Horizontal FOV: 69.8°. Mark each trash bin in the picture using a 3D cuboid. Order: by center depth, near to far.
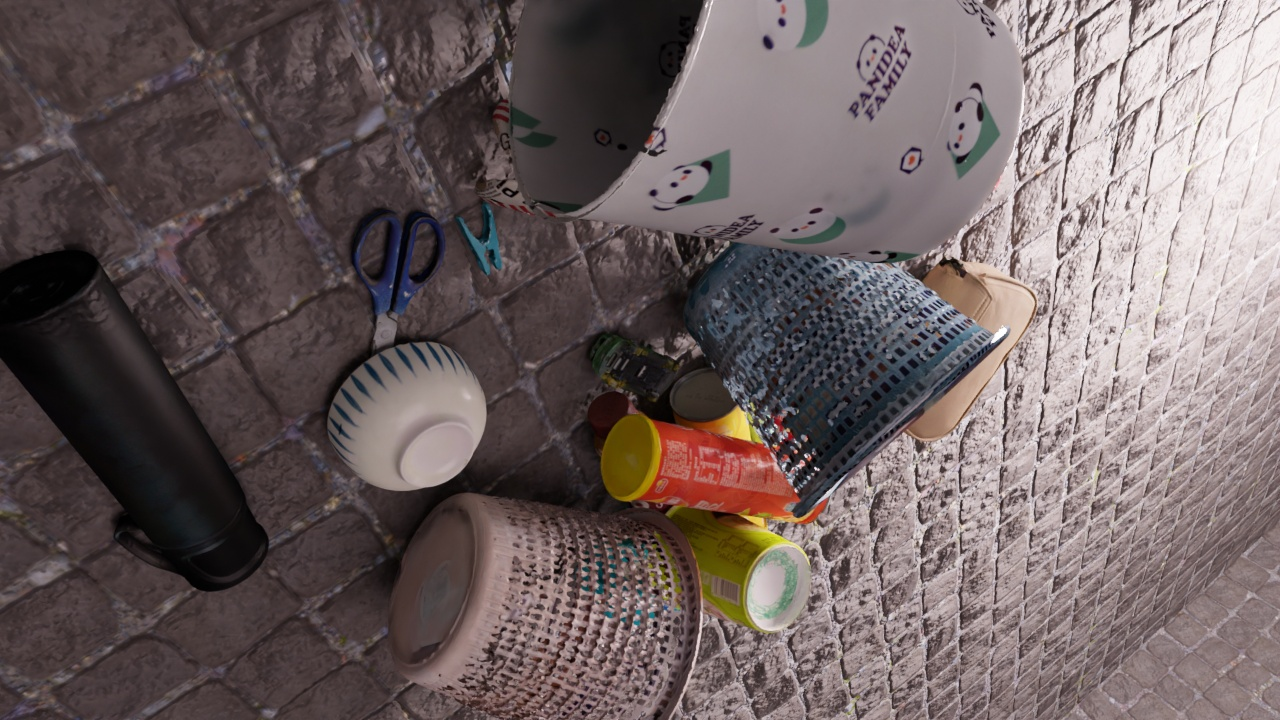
[{"bbox_3d":[0.080,-0.171,0.564,0.251,0.229,0.230,9,114,-31],"label":"trash bin"},{"bbox_3d":[0.151,-0.016,0.762,0.226,0.195,0.227,-37,164,-13],"label":"trash bin"},{"bbox_3d":[-0.092,0.208,0.767,0.192,0.227,0.228,26,102,-33],"label":"trash bin"}]

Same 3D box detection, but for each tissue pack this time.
[{"bbox_3d":[0.011,0.213,0.920,0.133,0.093,0.050,-7,120,-34],"label":"tissue pack"}]

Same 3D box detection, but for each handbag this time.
[{"bbox_3d":[0.328,-0.018,1.005,0.147,0.100,0.205,26,102,-38],"label":"handbag"}]

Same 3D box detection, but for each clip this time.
[{"bbox_3d":[-0.113,-0.086,0.662,0.039,0.014,0.056,-30,135,-17],"label":"clip"}]

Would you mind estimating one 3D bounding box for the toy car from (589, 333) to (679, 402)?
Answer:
[{"bbox_3d":[-0.005,0.005,0.797,0.091,0.036,0.043,25,102,-45],"label":"toy car"}]

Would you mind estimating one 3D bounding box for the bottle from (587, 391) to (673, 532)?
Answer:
[{"bbox_3d":[-0.001,0.096,0.851,0.057,0.057,0.175,-38,136,-11],"label":"bottle"}]

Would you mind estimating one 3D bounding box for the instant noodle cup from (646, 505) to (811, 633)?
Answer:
[{"bbox_3d":[0.086,0.190,0.831,0.111,0.124,0.112,-5,98,-35],"label":"instant noodle cup"}]

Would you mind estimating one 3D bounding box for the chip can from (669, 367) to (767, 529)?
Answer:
[{"bbox_3d":[0.080,0.105,0.914,0.072,0.072,0.214,-31,134,-17],"label":"chip can"}]

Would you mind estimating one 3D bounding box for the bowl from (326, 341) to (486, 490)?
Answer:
[{"bbox_3d":[-0.162,0.051,0.676,0.116,0.066,0.117,-25,137,-26],"label":"bowl"}]

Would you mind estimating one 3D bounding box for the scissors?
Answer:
[{"bbox_3d":[-0.190,-0.027,0.646,0.108,0.012,0.175,25,104,-48],"label":"scissors"}]

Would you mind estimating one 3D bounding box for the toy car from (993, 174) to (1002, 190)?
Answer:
[{"bbox_3d":[0.336,-0.180,0.938,0.106,0.031,0.049,-33,136,-18],"label":"toy car"}]

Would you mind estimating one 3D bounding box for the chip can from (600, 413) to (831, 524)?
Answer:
[{"bbox_3d":[0.072,0.098,0.805,0.216,0.073,0.073,13,111,-35],"label":"chip can"}]

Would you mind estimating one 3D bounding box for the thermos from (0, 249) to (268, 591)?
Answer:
[{"bbox_3d":[-0.318,0.053,0.566,0.090,0.068,0.243,-12,131,-4],"label":"thermos"}]

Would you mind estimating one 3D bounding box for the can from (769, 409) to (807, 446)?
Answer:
[{"bbox_3d":[0.151,0.021,0.919,0.053,0.053,0.133,-20,130,-27],"label":"can"}]

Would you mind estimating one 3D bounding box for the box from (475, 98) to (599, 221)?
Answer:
[{"bbox_3d":[-0.036,-0.145,0.657,0.162,0.076,0.088,2,94,-36],"label":"box"}]

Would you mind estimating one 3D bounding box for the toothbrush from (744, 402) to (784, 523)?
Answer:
[{"bbox_3d":[0.122,0.076,0.920,0.026,0.027,0.225,-31,121,-24],"label":"toothbrush"}]
